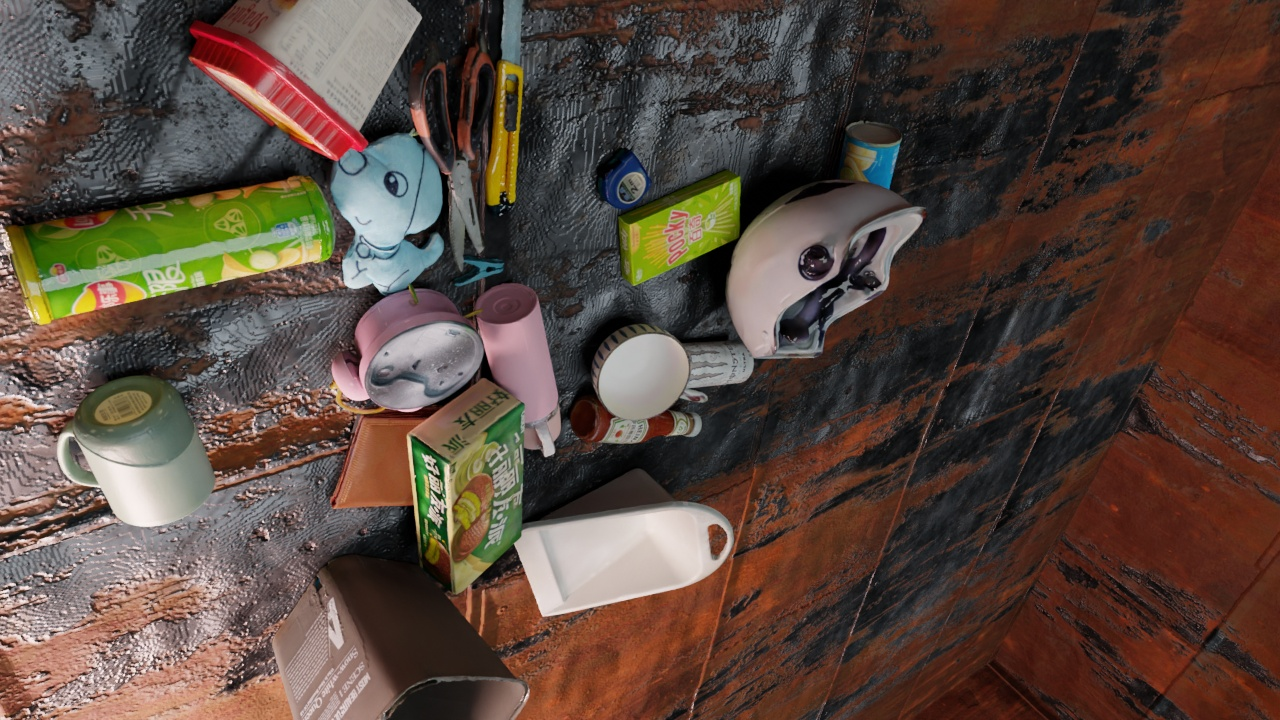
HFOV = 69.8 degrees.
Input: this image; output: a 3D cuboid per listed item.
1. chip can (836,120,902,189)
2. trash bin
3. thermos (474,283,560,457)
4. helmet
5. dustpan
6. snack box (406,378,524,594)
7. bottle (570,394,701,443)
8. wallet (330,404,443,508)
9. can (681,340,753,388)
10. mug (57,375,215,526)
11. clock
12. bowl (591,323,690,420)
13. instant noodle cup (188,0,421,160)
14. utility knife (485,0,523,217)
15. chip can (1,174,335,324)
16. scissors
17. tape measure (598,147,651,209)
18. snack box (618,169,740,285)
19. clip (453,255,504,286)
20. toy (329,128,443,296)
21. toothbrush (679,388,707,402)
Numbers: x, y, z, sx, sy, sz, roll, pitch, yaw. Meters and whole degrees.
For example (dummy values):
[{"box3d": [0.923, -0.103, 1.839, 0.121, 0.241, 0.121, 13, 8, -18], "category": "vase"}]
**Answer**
[{"box3d": [0.280, -0.197, 1.187, 0.071, 0.071, 0.211, -22, 135, -29], "category": "chip can"}, {"box3d": [-0.279, 0.348, 1.013, 0.199, 0.220, 0.198, -53, 142, 8], "category": "trash bin"}, {"box3d": [-0.124, 0.019, 0.983, 0.067, 0.087, 0.199, -19, 134, -14], "category": "thermos"}, {"box3d": [0.202, -0.124, 1.106, 0.259, 0.146, 0.228, -52, 158, 23], "category": "helmet"}, {"box3d": [-0.012, 0.269, 1.260, 0.257, 0.142, 0.223, -32, 139, -21], "category": "dustpan"}, {"box3d": [-0.188, 0.142, 1.008, 0.114, 0.063, 0.241, -40, 150, -40], "category": "snack box"}, {"box3d": [0.001, 0.078, 1.172, 0.205, 0.060, 0.060, 8, 117, -46], "category": "bottle"}, {"box3d": [-0.265, 0.104, 0.970, 0.101, 0.032, 0.125, 3, 119, -41], "category": "wallet"}, {"box3d": [0.078, 0.005, 1.182, 0.146, 0.058, 0.058, -4, 125, -41], "category": "can"}, {"box3d": [-0.426, 0.073, 0.761, 0.111, 0.082, 0.106, -2, 131, -3], "category": "mug"}, {"box3d": [-0.227, 0.000, 0.878, 0.159, 0.060, 0.117, -46, 147, 17], "category": "clock"}, {"box3d": [-0.006, 0.006, 1.087, 0.116, 0.066, 0.117, -10, 119, -19], "category": "bowl"}, {"box3d": [-0.233, -0.228, 0.657, 0.124, 0.116, 0.116, -56, 143, -7], "category": "instant noodle cup"}, {"box3d": [-0.122, -0.228, 0.829, 0.033, 0.015, 0.219, -19, 134, -35], "category": "utility knife"}, {"box3d": [-0.345, -0.088, 0.694, 0.220, 0.072, 0.073, -19, 134, -32], "category": "chip can"}, {"box3d": [-0.156, -0.182, 0.807, 0.213, 0.015, 0.197, -70, 162, -1], "category": "scissors"}, {"box3d": [-0.018, -0.187, 0.954, 0.054, 0.025, 0.058, -43, 138, -2], "category": "tape measure"}, {"box3d": [0.046, -0.152, 1.044, 0.156, 0.026, 0.086, -26, 136, -24], "category": "snack box"}, {"box3d": [-0.161, -0.092, 0.912, 0.055, 0.013, 0.034, -17, 133, -34], "category": "clip"}, {"box3d": [-0.216, -0.129, 0.799, 0.156, 0.050, 0.161, -59, 153, 9], "category": "toy"}, {"box3d": [0.033, 0.039, 1.201, 0.187, 0.017, 0.016, 15, 112, -48], "category": "toothbrush"}]
